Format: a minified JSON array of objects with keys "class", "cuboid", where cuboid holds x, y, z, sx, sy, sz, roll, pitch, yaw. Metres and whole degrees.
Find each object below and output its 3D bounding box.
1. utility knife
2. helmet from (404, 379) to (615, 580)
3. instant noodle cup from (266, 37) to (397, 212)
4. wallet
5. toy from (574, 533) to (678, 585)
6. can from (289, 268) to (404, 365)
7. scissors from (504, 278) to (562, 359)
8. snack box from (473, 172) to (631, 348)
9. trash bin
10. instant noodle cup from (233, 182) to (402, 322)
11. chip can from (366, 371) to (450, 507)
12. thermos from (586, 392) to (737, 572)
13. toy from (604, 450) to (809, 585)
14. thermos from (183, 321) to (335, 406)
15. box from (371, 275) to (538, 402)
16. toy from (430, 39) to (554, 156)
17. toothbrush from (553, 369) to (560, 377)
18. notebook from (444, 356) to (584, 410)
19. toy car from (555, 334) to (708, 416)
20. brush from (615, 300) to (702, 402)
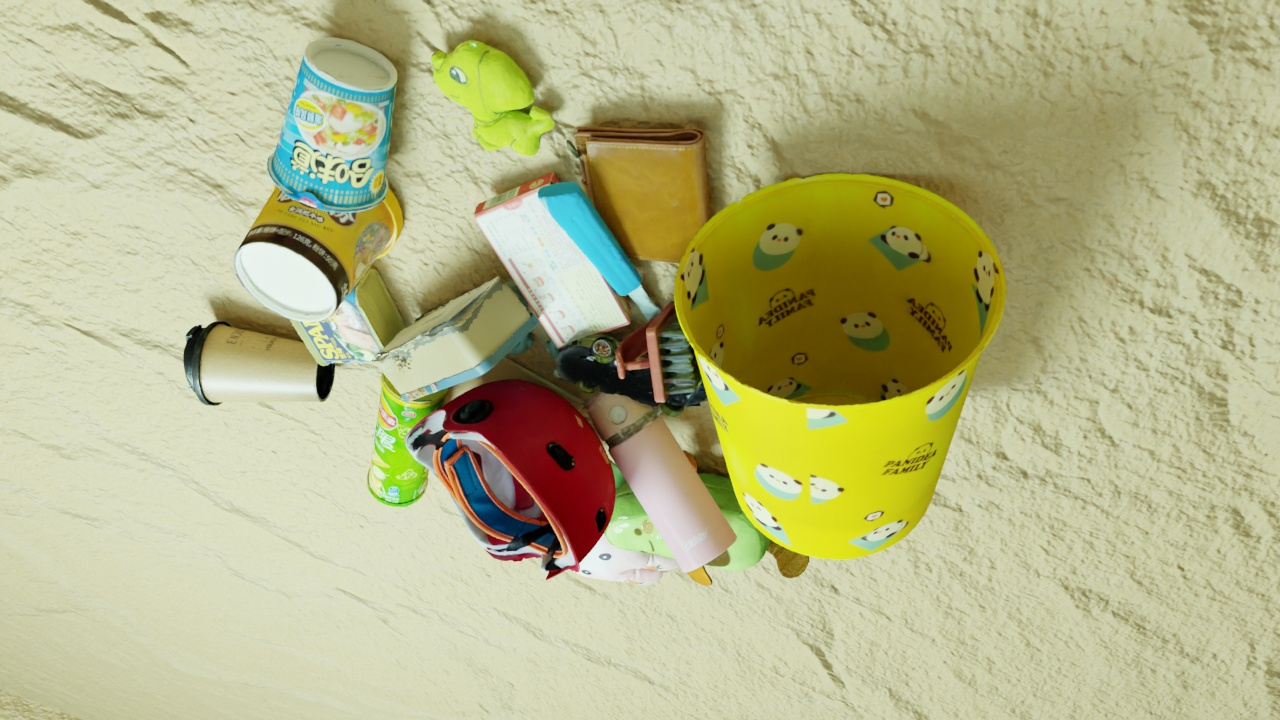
[{"class":"utility knife","cuboid":[-0.022,-0.082,0.799,0.034,0.018,0.218,-19,143,16]},{"class":"helmet","cuboid":[-0.105,0.104,0.922,0.240,0.143,0.207,2,129,51]},{"class":"instant noodle cup","cuboid":[-0.240,-0.191,0.736,0.099,0.099,0.110,23,128,-8]},{"class":"wallet","cuboid":[-0.002,-0.133,0.756,0.119,0.035,0.131,9,143,15]},{"class":"toy","cuboid":[-0.029,0.240,1.143,0.159,0.054,0.122,22,138,-17]},{"class":"can","cuboid":[-0.296,-0.044,0.926,0.083,0.057,0.102,-2,134,16]},{"class":"scissors","cuboid":[-0.083,-0.060,0.873,0.143,0.019,0.180,19,135,-2]},{"class":"snack box","cuboid":[-0.075,-0.085,0.820,0.077,0.027,0.156,-19,124,17]},{"class":"trash bin","cuboid":[0.155,0.021,0.745,0.230,0.229,0.256,3,141,14]},{"class":"instant noodle cup","cuboid":[-0.289,-0.106,0.813,0.118,0.114,0.119,11,140,9]},{"class":"chip can","cuboid":[-0.261,0.083,1.021,0.072,0.072,0.222,20,137,-4]},{"class":"thermos","cuboid":[0.027,0.107,0.924,0.087,0.067,0.198,-31,87,4]},{"class":"toy","cuboid":[0.068,0.179,1.021,0.247,0.089,0.227,1,126,11]},{"class":"thermos","cuboid":[-0.412,0.008,0.996,0.143,0.092,0.093,5,137,1]},{"class":"box","cuboid":[-0.174,-0.019,0.861,0.185,0.089,0.061,-13,118,50]},{"class":"toy","cuboid":[-0.114,-0.207,0.720,0.097,0.031,0.100,10,141,7]},{"class":"toothbrush","cuboid":[-0.005,0.005,0.918,0.180,0.016,0.016,-6,138,21]},{"class":"notebook","cuboid":[-0.174,0.064,1.034,0.148,0.008,0.208,31,135,-15]},{"class":"toy car","cuboid":[-0.003,0.010,0.873,0.158,0.042,0.070,14,145,-12]},{"class":"brush","cuboid":[0.023,-0.015,0.797,0.069,0.145,0.063,-4,106,14]}]
